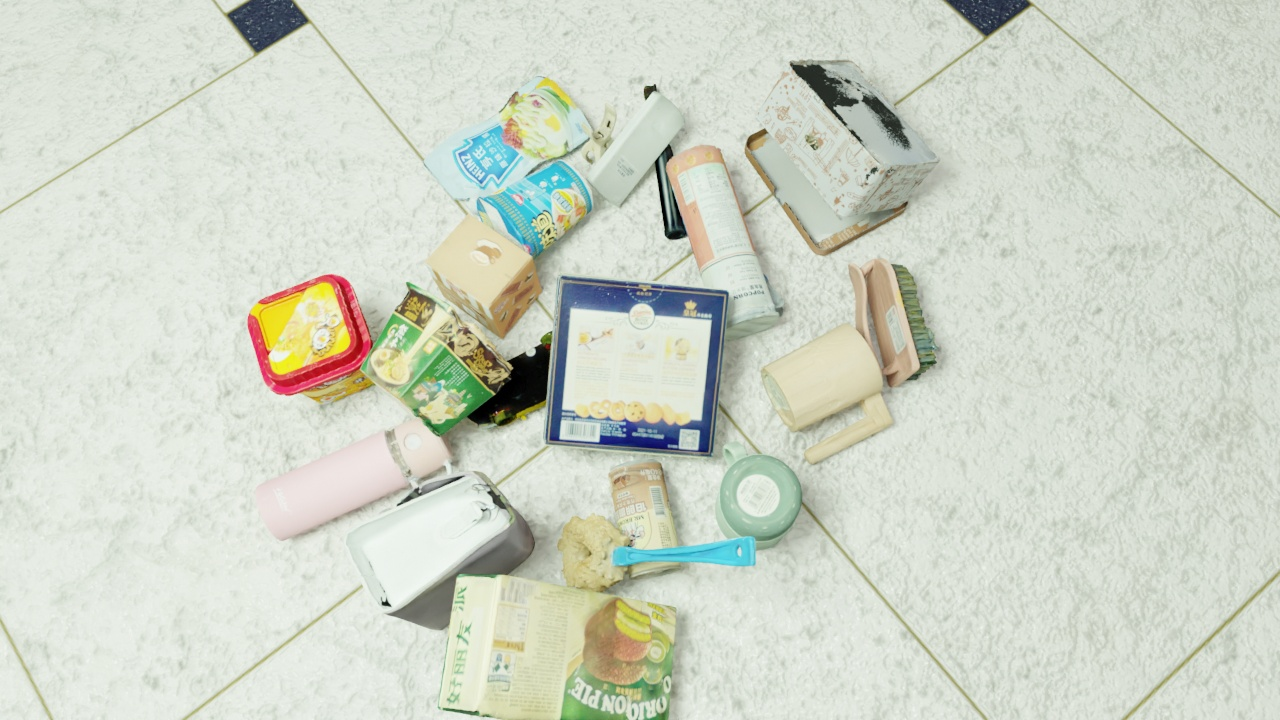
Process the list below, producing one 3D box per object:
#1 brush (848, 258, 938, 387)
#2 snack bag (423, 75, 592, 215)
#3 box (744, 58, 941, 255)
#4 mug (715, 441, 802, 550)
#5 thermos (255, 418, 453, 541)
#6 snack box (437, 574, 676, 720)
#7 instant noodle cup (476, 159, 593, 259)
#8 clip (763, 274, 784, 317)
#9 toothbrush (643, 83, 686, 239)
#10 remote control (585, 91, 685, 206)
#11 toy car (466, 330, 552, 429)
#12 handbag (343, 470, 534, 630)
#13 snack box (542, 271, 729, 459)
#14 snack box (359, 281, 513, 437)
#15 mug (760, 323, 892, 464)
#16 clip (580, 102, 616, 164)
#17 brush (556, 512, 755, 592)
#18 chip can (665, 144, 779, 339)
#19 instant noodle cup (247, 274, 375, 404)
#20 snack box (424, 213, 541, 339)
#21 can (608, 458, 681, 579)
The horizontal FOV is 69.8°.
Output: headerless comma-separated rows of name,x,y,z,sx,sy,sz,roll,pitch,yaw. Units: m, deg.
brush,0.273,-0.047,1.016,0.073,0.063,0.145,-5,70,-11
snack bag,-0.161,-0.262,1.120,0.191,0.039,0.110,-38,85,-10
box,0.222,-0.235,1.075,0.148,0.158,0.181,-14,62,-41
mug,0.114,0.132,0.937,0.082,0.106,0.111,-21,71,-5
thermos,-0.297,0.130,0.974,0.198,0.067,0.087,-23,76,-7
snack box,-0.066,0.267,0.837,0.063,0.239,0.114,-11,66,40
instant noodle cup,-0.117,-0.174,1.063,0.109,0.099,0.099,-37,74,-20
clip,0.146,-0.075,1.057,0.024,0.028,0.056,-28,62,-10
toothbrush,0.027,-0.246,1.113,0.027,0.026,0.212,-9,70,1
remote control,-0.005,-0.249,1.083,0.135,0.056,0.019,-52,44,3
toy car,-0.124,0.023,1.017,0.155,0.041,0.071,-27,72,-6
handbag,-0.182,0.180,0.883,0.145,0.197,0.098,-29,72,-9
snack box,-0.006,0.006,0.972,0.178,0.046,0.182,5,93,-5
snack box,-0.217,0.005,0.950,0.117,0.118,0.105,28,71,39
mug,0.202,0.037,0.989,0.103,0.084,0.124,-26,99,-6
clip,-0.040,-0.265,1.084,0.076,0.104,0.034,-38,72,-22
brush,0.010,0.185,0.878,0.255,0.045,0.083,-12,72,43
chip can,0.091,-0.135,1.040,0.071,0.071,0.214,-16,75,-4
instant noodle cup,-0.342,-0.014,0.993,0.116,0.124,0.116,-23,71,-6
snack box,-0.174,-0.094,1.031,0.093,0.094,0.077,35,75,13
can,0.004,0.165,0.954,0.058,0.058,0.116,-11,71,-2
